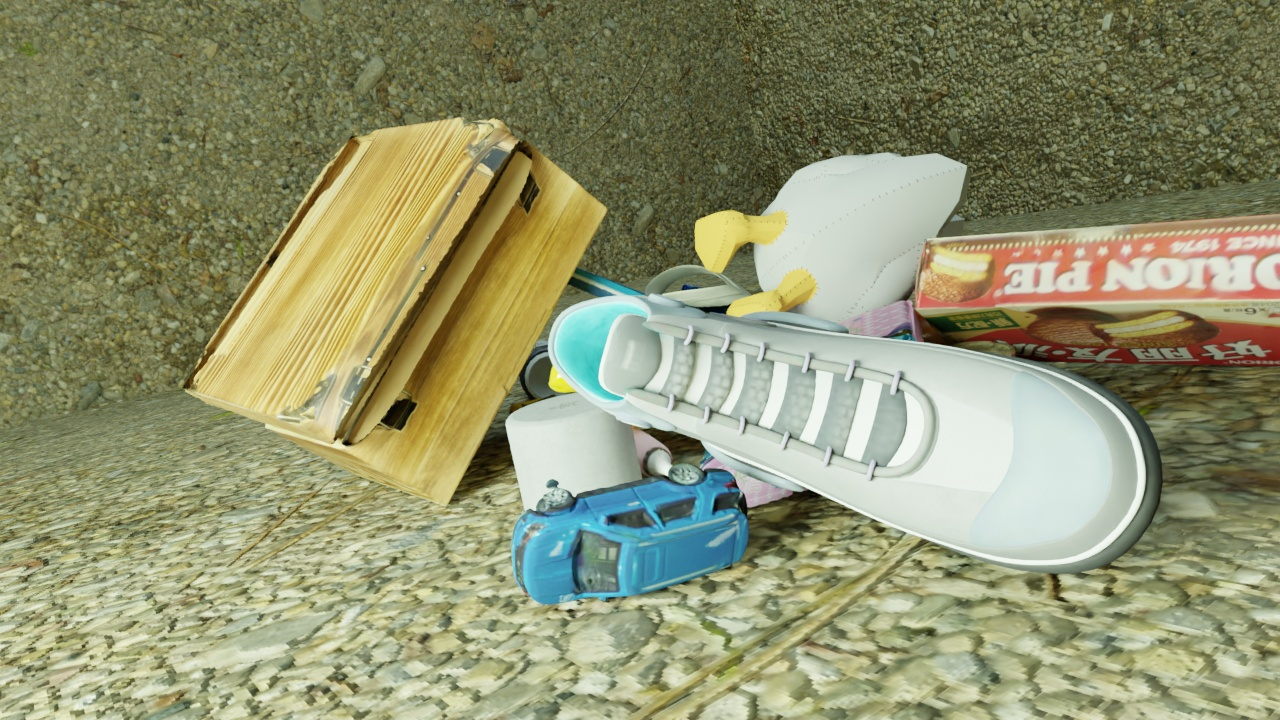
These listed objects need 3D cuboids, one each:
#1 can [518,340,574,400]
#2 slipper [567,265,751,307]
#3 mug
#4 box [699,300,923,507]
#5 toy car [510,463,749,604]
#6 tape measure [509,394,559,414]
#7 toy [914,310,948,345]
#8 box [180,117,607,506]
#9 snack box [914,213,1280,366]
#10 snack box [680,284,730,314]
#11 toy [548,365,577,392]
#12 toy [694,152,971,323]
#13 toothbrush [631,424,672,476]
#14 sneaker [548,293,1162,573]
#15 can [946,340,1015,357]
[{"bbox_3d":[-0.108,0.012,1.052,0.064,0.064,0.127,-12,8,-9],"label":"can"},{"bbox_3d":[0.056,-0.051,0.823,0.295,0.060,0.118,20,9,-8],"label":"slipper"},{"bbox_3d":[-0.044,0.061,0.613,0.084,0.070,0.113,-12,10,-3],"label":"mug"},{"bbox_3d":[0.112,0.028,0.616,0.160,0.035,0.229,-23,12,21],"label":"box"},{"bbox_3d":[-0.002,0.085,0.442,0.120,0.056,0.043,-8,30,-20],"label":"toy car"},{"bbox_3d":[-0.093,0.051,0.886,0.059,0.030,0.068,-15,9,-13],"label":"tape measure"},{"bbox_3d":[0.264,-0.039,0.779,0.090,0.103,0.070,1,18,28],"label":"toy"},{"bbox_3d":[-0.198,-0.048,0.750,0.248,0.176,0.278,3,60,53],"label":"box"},{"bbox_3d":[0.323,-0.043,0.629,0.237,0.060,0.113,2,-19,38],"label":"snack box"},{"bbox_3d":[0.115,-0.038,0.951,0.150,0.027,0.082,24,4,-12],"label":"snack box"},{"bbox_3d":[-0.004,0.004,0.762,0.134,0.087,0.194,14,-3,-7],"label":"toy"},{"bbox_3d":[0.184,-0.097,0.766,0.267,0.141,0.247,-16,-13,-24],"label":"toy"},{"bbox_3d":[0.003,0.067,0.656,0.027,0.026,0.223,-6,7,-14],"label":"toothbrush"},{"bbox_3d":[0.073,0.019,0.405,0.160,0.093,0.257,15,0,-37],"label":"sneaker"},{"bbox_3d":[0.223,0.016,0.650,0.086,0.043,0.086,-11,9,2],"label":"can"}]
